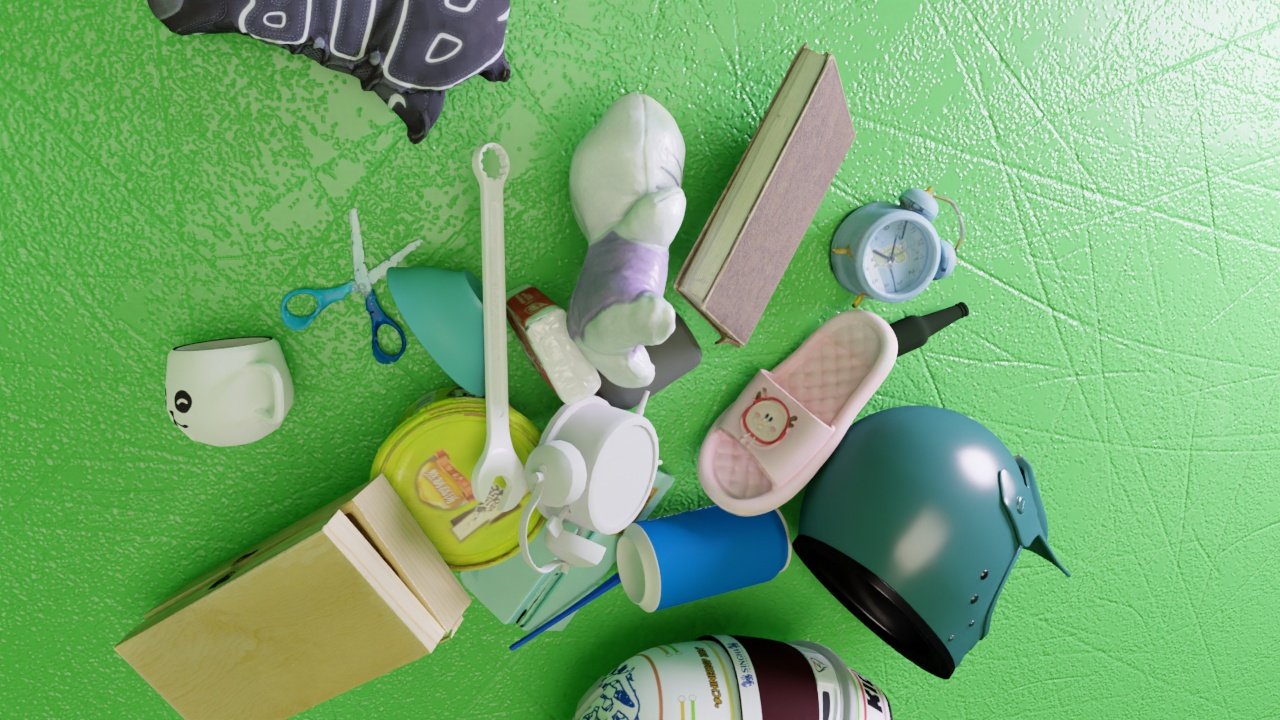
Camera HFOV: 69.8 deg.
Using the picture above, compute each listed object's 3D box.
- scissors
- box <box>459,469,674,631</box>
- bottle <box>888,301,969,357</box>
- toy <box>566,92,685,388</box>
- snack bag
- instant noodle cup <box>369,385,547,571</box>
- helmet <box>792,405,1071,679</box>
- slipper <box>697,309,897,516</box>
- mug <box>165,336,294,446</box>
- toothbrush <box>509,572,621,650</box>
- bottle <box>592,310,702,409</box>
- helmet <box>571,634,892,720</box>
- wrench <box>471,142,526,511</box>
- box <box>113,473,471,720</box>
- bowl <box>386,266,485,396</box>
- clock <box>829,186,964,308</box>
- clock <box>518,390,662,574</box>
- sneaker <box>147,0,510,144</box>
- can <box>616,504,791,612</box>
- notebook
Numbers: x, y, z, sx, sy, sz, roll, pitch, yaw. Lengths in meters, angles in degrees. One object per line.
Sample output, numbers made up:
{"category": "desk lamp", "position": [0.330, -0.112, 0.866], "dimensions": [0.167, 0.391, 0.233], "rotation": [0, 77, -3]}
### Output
{"category": "scissors", "position": [-0.222, -0.052, 0.744], "dimensions": [0.127, 0.014, 0.127], "rotation": [-40, 108, -4]}
{"category": "box", "position": [-0.066, 0.152, 0.835], "dimensions": [0.112, 0.078, 0.187], "rotation": [27, 101, -49]}
{"category": "bottle", "position": [0.251, -0.025, 0.859], "dimensions": [0.123, 0.033, 0.033], "rotation": [-24, 110, -7]}
{"category": "toy", "position": [-0.013, -0.091, 0.684], "dimensions": [0.085, 0.138, 0.209], "rotation": [4, 66, -6]}
{"category": "snack bag", "position": [-0.074, -0.015, 0.736], "dimensions": [0.036, 0.116, 0.077], "rotation": [-30, 112, -10]}
{"category": "instant noodle cup", "position": [-0.147, 0.090, 0.759], "dimensions": [0.146, 0.098, 0.146], "rotation": [-4, 107, -13]}
{"category": "helmet", "position": [0.274, 0.155, 0.844], "dimensions": [0.200, 0.177, 0.275], "rotation": [-50, 121, -14]}
{"category": "slipper", "position": [0.135, 0.039, 0.812], "dimensions": [0.221, 0.107, 0.055], "rotation": [-46, 140, -3]}
{"category": "mug", "position": [-0.300, 0.025, 0.690], "dimensions": [0.090, 0.124, 0.076], "rotation": [-15, 104, -48]}
{"category": "toothbrush", "position": [-0.040, 0.212, 0.844], "dimensions": [0.186, 0.016, 0.011], "rotation": [-27, 103, -21]}
{"category": "bottle", "position": [-0.005, 0.005, 0.789], "dimensions": [0.108, 0.060, 0.060], "rotation": [-33, 111, -3]}
{"category": "helmet", "position": [0.046, 0.370, 0.819], "dimensions": [0.236, 0.231, 0.315], "rotation": [29, 102, -17]}
{"category": "wrench", "position": [-0.107, -0.022, 0.680], "dimensions": [0.047, 0.009, 0.273], "rotation": [-7, 98, -48]}
{"category": "box", "position": [-0.271, 0.203, 0.707], "dimensions": [0.250, 0.091, 0.128], "rotation": [-28, 97, 23]}
{"category": "bowl", "position": [-0.138, -0.035, 0.707], "dimensions": [0.046, 0.121, 0.121], "rotation": [-35, 111, 5]}
{"category": "clock", "position": [0.232, -0.101, 0.821], "dimensions": [0.124, 0.051, 0.089], "rotation": [-27, 109, -5]}
{"category": "clock", "position": [-0.046, 0.095, 0.714], "dimensions": [0.158, 0.061, 0.120], "rotation": [-45, 138, -39]}
{"category": "sneaker", "position": [-0.201, -0.226, 0.655], "dimensions": [0.252, 0.097, 0.151], "rotation": [-14, 112, -15]}
{"category": "can", "position": [0.057, 0.174, 0.833], "dimensions": [0.146, 0.079, 0.079], "rotation": [-8, 108, -24]}
{"category": "notebook", "position": [0.110, -0.116, 0.749], "dimensions": [0.034, 0.190, 0.215], "rotation": [27, 88, 22]}
